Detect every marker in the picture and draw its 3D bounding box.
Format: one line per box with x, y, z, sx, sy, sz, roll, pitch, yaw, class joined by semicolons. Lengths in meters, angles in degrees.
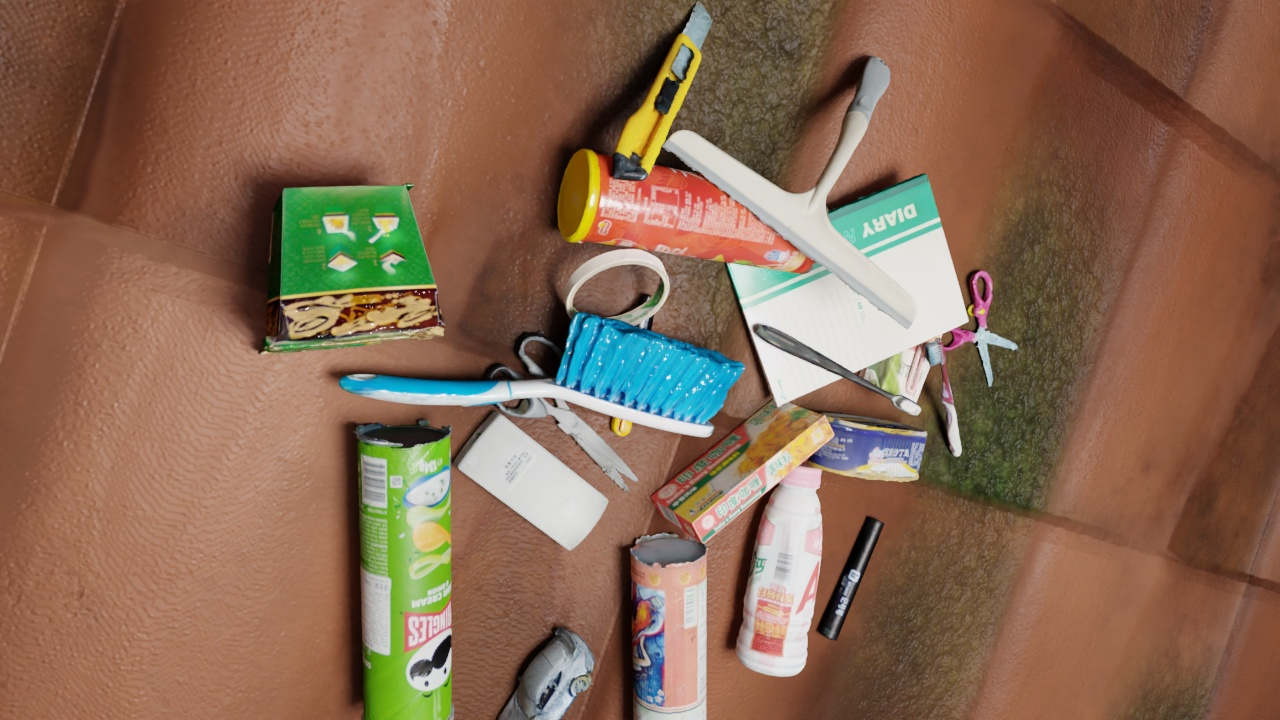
-0.005;0.005;0.785;0.018;0.015;0.124;9;97;-30;marker
0.218;0.225;0.946;0.022;0.020;0.132;27;86;-58;marker

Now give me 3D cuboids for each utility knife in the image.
0.021;-0.213;0.713;0.033;0.015;0.196;30;63;-15;utility knife

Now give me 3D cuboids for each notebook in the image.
0.193;-0.065;0.844;0.209;0.012;0.150;-23;103;-9;notebook

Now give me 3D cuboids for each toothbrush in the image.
0.182;0.010;0.838;0.181;0.018;0.016;26;99;-15;toothbrush
0.306;0.042;0.924;0.017;0.016;0.188;-25;134;3;toothbrush

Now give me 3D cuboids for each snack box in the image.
0.091;0.095;0.818;0.155;0.077;0.027;-37;114;-16;snack box
-0.203;-0.061;0.623;0.117;0.118;0.105;-7;91;-27;snack box

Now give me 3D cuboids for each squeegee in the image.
0.175;-0.190;0.770;0.246;0.039;0.245;35;58;-9;squeegee

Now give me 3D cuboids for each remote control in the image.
-0.088;0.102;0.760;0.135;0.019;0.056;42;80;-28;remote control

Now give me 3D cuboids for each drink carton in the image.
0.263;-0.023;0.900;0.053;0.045;0.122;19;92;-30;drink carton

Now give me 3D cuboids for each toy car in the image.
-0.086;0.287;0.781;0.037;0.054;0.120;37;84;-31;toy car

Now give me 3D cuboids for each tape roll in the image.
-0.019;-0.055;0.737;0.085;0.014;0.086;-12;145;-9;tape roll

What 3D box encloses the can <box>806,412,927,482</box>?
0.218;0.082;0.874;0.148;0.075;0.049;8;95;-45;can

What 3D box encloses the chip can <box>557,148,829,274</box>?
0.046;-0.118;0.742;0.216;0.073;0.073;5;98;-22;chip can

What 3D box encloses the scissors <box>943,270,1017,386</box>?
0.352;-0.025;0.964;0.124;0.017;0.133;-30;116;-21;scissors

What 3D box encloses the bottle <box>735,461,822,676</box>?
0.137;0.194;0.873;0.068;0.068;0.197;7;93;-28;bottle

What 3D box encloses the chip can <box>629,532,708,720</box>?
0.027;0.268;0.825;0.071;0.071;0.215;-6;104;-26;chip can

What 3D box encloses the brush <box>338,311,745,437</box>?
-0.064;0.010;0.719;0.314;0.060;0.109;17;101;-26;brush

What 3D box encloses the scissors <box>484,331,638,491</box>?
-0.065;0.057;0.769;0.140;0.014;0.174;-13;109;-26;scissors

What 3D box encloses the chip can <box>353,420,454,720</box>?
-0.179;0.165;0.698;0.072;0.072;0.236;-4;102;-27;chip can
